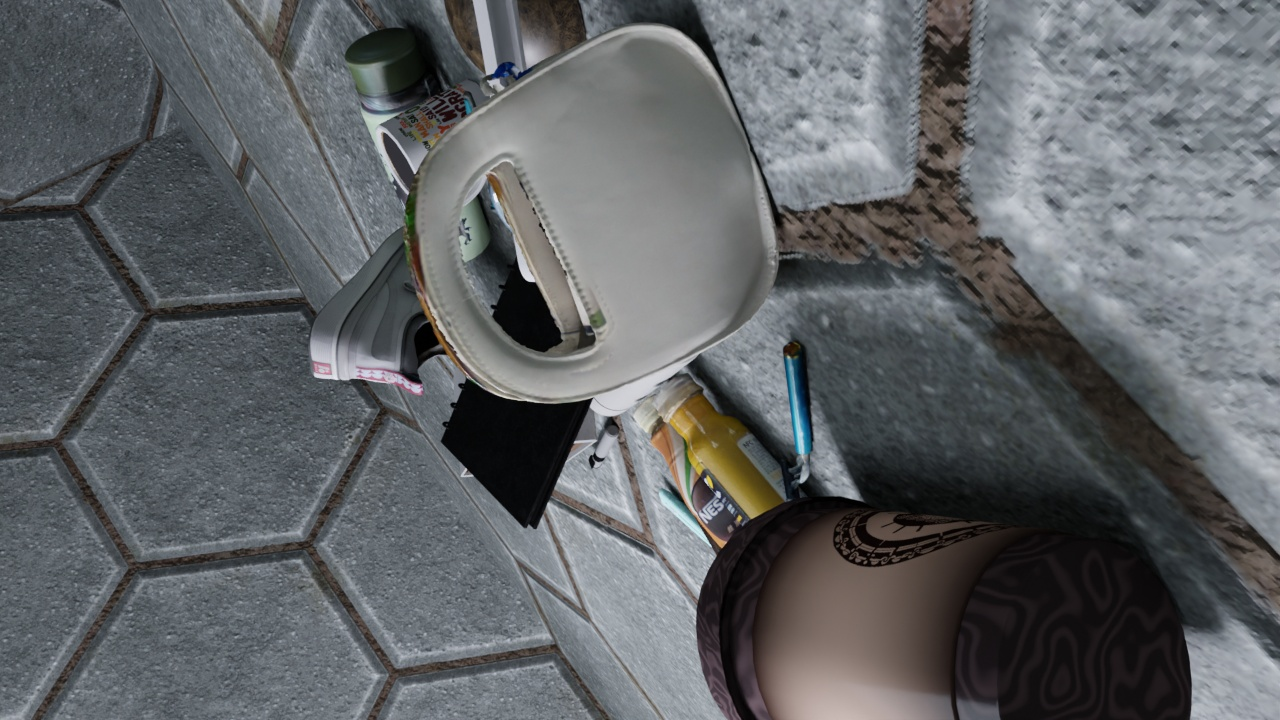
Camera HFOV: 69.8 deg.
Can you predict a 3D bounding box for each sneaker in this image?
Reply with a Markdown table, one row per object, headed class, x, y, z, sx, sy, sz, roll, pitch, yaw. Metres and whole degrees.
| class | x | y | z | sx | sy | sz | roll | pitch | yaw |
| --- | --- | --- | --- | --- | --- | --- | --- | --- | --- |
| sneaker | -0.232 | -0.060 | 0.980 | 0.129 | 0.262 | 0.097 | 20 | 132 | 7 |

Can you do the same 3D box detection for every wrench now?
| class | x | y | z | sx | sy | sz | roll | pitch | yaw |
| --- | --- | --- | --- | --- | --- | --- | --- | --- | --- |
| wrench | -0.076 | -0.180 | 0.548 | 0.018 | 0.086 | 0.274 | 5 | 120 | 22 |

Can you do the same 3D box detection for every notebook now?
| class | x | y | z | sx | sy | sz | roll | pitch | yaw |
| --- | --- | --- | --- | --- | --- | --- | --- | --- | --- |
| notebook | -0.091 | 0.000 | 0.781 | 0.019 | 0.231 | 0.169 | 16 | -168 | -42 |

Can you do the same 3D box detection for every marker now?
| class | x | y | z | sx | sy | sz | roll | pitch | yaw |
| --- | --- | --- | --- | --- | --- | --- | --- | --- | --- |
| marker | -0.043 | 0.101 | 1.062 | 0.016 | 0.016 | 0.141 | 52 | 159 | 10 |

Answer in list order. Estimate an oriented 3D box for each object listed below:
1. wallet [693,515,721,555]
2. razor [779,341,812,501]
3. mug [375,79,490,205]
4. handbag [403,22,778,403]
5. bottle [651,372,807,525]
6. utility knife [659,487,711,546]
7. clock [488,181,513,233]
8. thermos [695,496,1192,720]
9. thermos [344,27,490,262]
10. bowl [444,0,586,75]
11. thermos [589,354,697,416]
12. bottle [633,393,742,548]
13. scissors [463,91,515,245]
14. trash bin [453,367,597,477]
| class | x | y | z | sx | sy | sz | roll | pitch | yaw |
| --- | --- | --- | --- | --- | --- | --- | --- | --- | --- |
| wallet | 0.091 | 0.164 | 0.848 | 0.120 | 0.031 | 0.100 | 59 | 157 | -2 |
| razor | 0.108 | 0.044 | 0.635 | 0.042 | 0.022 | 0.144 | -93 | -5 | -48 |
| mug | -0.169 | -0.179 | 0.807 | 0.073 | 0.089 | 0.105 | 41 | 156 | 34 |
| handbag | -0.035 | -0.072 | 0.523 | 0.093 | 0.199 | 0.201 | 23 | 140 | 63 |
| bottle | 0.081 | 0.090 | 0.714 | 0.186 | 0.053 | 0.053 | 49 | 159 | 16 |
| utility knife | 0.063 | 0.173 | 0.943 | 0.120 | 0.015 | 0.022 | 39 | 153 | 30 |
| clock | -0.059 | -0.120 | 0.699 | 0.129 | 0.052 | 0.090 | 31 | 148 | 18 |
| thermos | 0.157 | 0.160 | 0.511 | 0.172 | 0.172 | 0.227 | 58 | 154 | -7 |
| thermos | -0.210 | -0.203 | 0.890 | 0.082 | 0.082 | 0.232 | 38 | 153 | 39 |
| bowl | -0.095 | -0.230 | 0.611 | 0.121 | 0.056 | 0.121 | 46 | 158 | 25 |
| thermos | -0.005 | 0.005 | 0.776 | 0.052 | 0.052 | 0.225 | 54 | 160 | 3 |
| bottle | 0.057 | 0.098 | 0.773 | 0.167 | 0.059 | 0.059 | 50 | 159 | 17 |
| scissors | -0.101 | -0.156 | 0.747 | 0.132 | 0.148 | 0.019 | 28 | -165 | -25 |
| trash bin | -0.130 | 0.049 | 0.975 | 0.229 | 0.114 | 0.114 | 138 | 127 | -70 |
